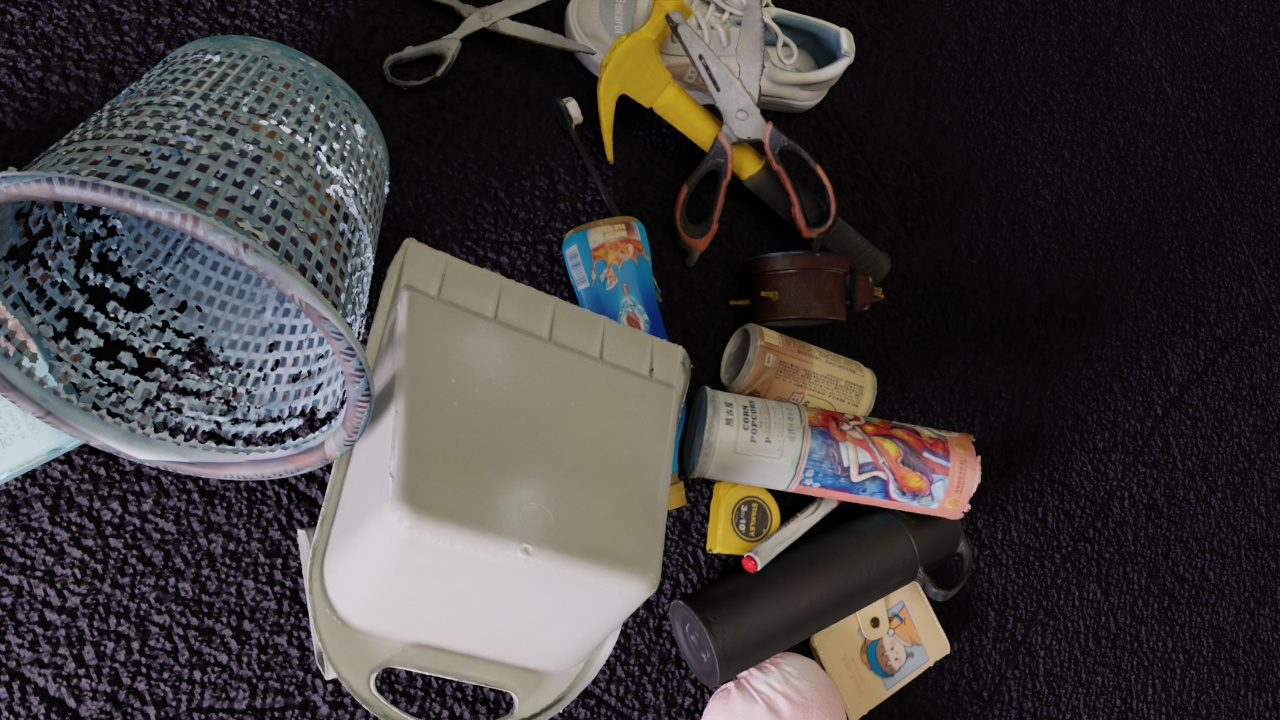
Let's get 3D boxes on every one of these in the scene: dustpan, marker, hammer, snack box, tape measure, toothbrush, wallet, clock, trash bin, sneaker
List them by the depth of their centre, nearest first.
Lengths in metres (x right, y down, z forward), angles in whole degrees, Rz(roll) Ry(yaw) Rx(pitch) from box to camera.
[{"bbox_3d":[-0.241,-0.073,0.530,0.226,0.227,0.194,22,47,-16],"label":"trash bin"},{"bbox_3d":[-0.405,-0.012,0.546,0.074,0.052,0.175,-30,93,-23],"label":"snack box"},{"bbox_3d":[-0.092,0.091,0.586,0.222,0.143,0.257,21,42,-22],"label":"dustpan"},{"bbox_3d":[0.079,0.125,0.721,0.057,0.029,0.060,10,79,-18],"label":"tape measure"},{"bbox_3d":[0.129,0.126,0.722,0.144,0.017,0.017,-26,91,-40],"label":"marker"},{"bbox_3d":[-0.023,-0.127,0.729,0.018,0.016,0.181,-26,91,-31],"label":"toothbrush"},{"bbox_3d":[0.062,-0.259,0.741,0.242,0.091,0.089,5,79,-19],"label":"sneaker"},{"bbox_3d":[0.139,-0.056,0.743,0.121,0.082,0.055,1,85,-20],"label":"clock"},{"bbox_3d":[0.091,-0.154,0.744,0.300,0.032,0.129,34,110,-21],"label":"hammer"},{"bbox_3d":[0.195,0.231,0.753,0.115,0.024,0.087,-25,96,-21],"label":"wallet"}]

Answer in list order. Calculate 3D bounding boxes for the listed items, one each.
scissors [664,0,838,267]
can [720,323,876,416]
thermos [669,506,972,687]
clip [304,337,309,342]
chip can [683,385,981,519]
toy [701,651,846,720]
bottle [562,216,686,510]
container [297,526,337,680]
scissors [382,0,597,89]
[{"bbox_3d":[0.082,-0.167,0.708,0.189,0.015,0.227,16,115,-14],"label":"scissors"},{"bbox_3d":[0.127,0.014,0.740,0.116,0.059,0.058,19,75,-17],"label":"can"},{"bbox_3d":[0.148,0.176,0.708,0.242,0.090,0.069,-19,131,-22],"label":"thermos"},{"bbox_3d":[-0.227,-0.031,0.632,0.043,0.027,0.058,36,63,-27],"label":"clip"},{"bbox_3d":[0.145,0.072,0.705,0.214,0.071,0.071,10,78,-7],"label":"chip can"},{"bbox_3d":[0.115,0.302,0.692,0.121,0.054,0.159,-32,90,-20],"label":"toy"},{"bbox_3d":[-0.004,0.004,0.688,0.065,0.065,0.218,-13,86,-22],"label":"bottle"},{"bbox_3d":[-0.156,0.143,0.598,0.114,0.090,0.090,-8,85,-24],"label":"container"},{"bbox_3d":[-0.123,-0.257,0.694,0.180,0.014,0.159,33,81,-1],"label":"scissors"}]
